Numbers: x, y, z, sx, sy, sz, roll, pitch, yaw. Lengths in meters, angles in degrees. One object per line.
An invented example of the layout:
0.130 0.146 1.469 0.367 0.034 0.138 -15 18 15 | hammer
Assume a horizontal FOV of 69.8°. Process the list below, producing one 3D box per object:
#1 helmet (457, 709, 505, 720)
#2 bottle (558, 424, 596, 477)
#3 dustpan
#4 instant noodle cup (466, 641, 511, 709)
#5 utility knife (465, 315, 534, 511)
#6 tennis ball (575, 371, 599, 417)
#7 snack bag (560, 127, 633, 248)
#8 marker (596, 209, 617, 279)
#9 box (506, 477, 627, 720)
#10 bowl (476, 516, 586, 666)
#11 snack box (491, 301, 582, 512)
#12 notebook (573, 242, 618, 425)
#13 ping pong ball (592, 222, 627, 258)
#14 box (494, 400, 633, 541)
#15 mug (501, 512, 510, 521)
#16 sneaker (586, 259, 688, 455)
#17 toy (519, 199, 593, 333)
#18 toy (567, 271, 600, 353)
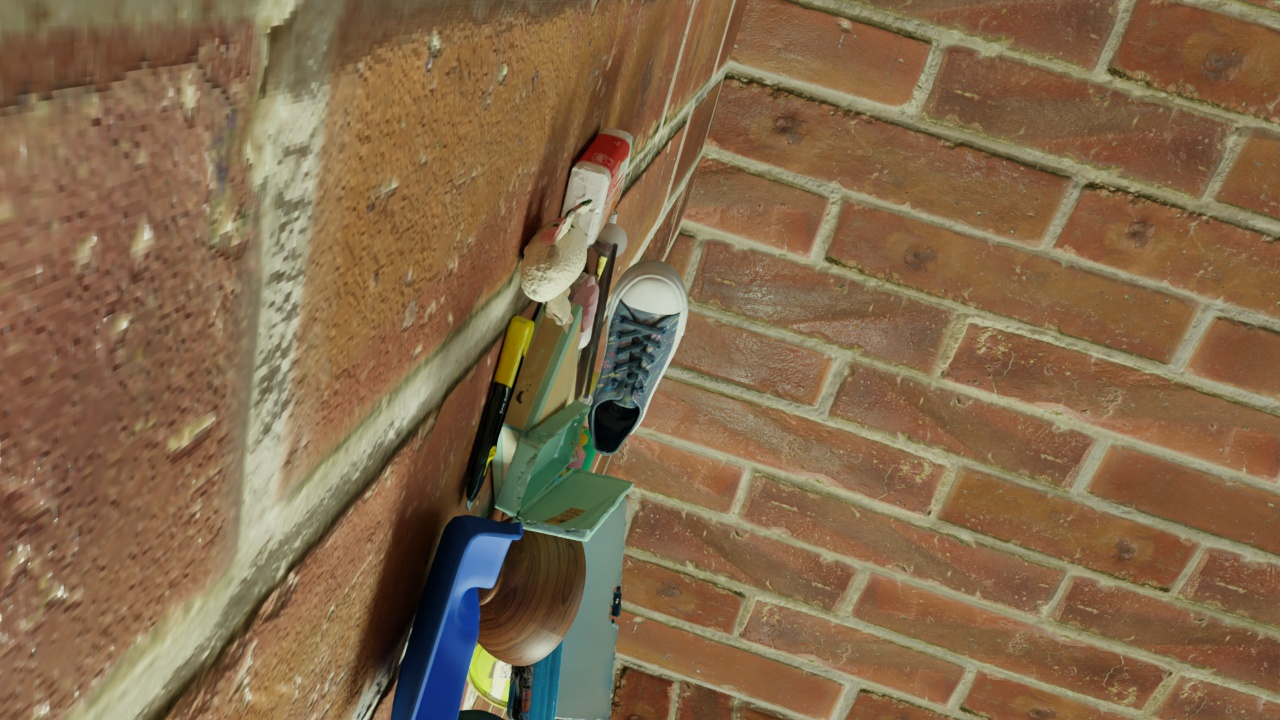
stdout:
-0.181 0.505 0.897 0.200 0.176 0.275 -47 141 -73 | helmet
-0.114 0.177 1.156 0.068 0.068 0.209 104 5 -53 | bottle
-0.147 0.201 0.719 0.257 0.059 0.246 -135 -118 -72 | dustpan
-0.135 0.338 1.103 0.097 0.146 0.146 -91 -164 -63 | instant noodle cup
-0.120 0.047 0.758 0.028 0.020 0.172 -42 150 -81 | utility knife
-0.069 0.047 1.264 0.065 0.065 0.065 22 86 -87 | tennis ball
-0.040 -0.161 0.845 0.115 0.036 0.077 -69 176 -56 | snack bag
-0.044 -0.136 1.152 0.133 0.014 0.014 104 4 -49 | marker
-0.064 0.253 0.954 0.094 0.115 0.243 149 -51 -66 | box
-0.127 0.207 0.867 0.148 0.068 0.147 -25 -129 36 | bowl
-0.100 0.050 0.891 0.194 0.044 0.141 103 6 -58 | snack box
-0.059 -0.019 1.078 0.246 0.013 0.177 131 -30 -77 | notebook
-0.035 -0.136 1.044 0.040 0.040 0.040 22 86 -87 | ping pong ball
-0.052 0.100 0.818 0.188 0.093 0.077 -32 145 -78 | box
-0.116 0.202 1.045 0.111 0.089 0.086 -68 175 -56 | mug
-0.006 0.006 0.996 0.079 0.087 0.236 -87 -168 -57 | sneaker
-0.066 -0.076 0.718 0.087 0.050 0.113 -68 178 -55 | toy
-0.063 -0.051 0.944 0.109 0.041 0.095 173 -71 -80 | toy
